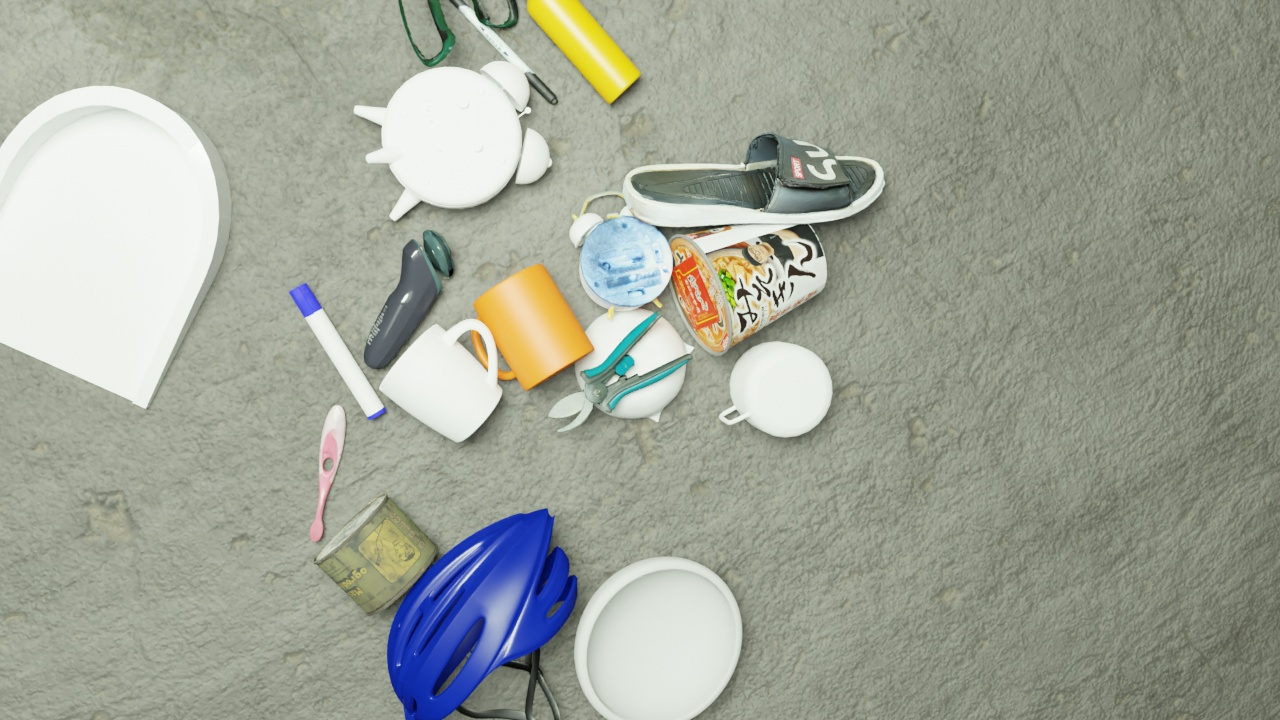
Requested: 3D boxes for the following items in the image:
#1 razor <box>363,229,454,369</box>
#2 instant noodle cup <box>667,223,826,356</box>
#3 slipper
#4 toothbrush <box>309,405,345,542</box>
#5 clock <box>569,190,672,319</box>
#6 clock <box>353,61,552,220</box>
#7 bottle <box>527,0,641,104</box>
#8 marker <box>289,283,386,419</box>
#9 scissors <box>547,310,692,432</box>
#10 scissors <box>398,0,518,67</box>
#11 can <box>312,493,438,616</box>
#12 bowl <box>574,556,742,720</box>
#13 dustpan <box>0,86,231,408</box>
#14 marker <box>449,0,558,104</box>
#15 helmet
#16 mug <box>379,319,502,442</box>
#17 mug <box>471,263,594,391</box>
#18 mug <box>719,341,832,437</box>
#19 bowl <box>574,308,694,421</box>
[{"bbox_3d":[-0.223,-0.056,0.872,0.052,0.047,0.143,30,93,-37],"label":"razor"},{"bbox_3d":[0.107,-0.084,0.896,0.121,0.124,0.123,-23,100,-17],"label":"instant noodle cup"},{"bbox_3d":[0.115,-0.180,0.883,0.263,0.111,0.063,-6,131,-6],"label":"slipper"},{"bbox_3d":[-0.304,0.109,0.889,0.021,0.016,0.135,10,92,-12],"label":"toothbrush"},{"bbox_3d":[-0.020,-0.106,0.893,0.088,0.052,0.125,-13,84,-11],"label":"clock"},{"bbox_3d":[-0.171,-0.205,0.847,0.161,0.073,0.125,-18,99,-8],"label":"clock"},{"bbox_3d":[-0.063,-0.312,0.870,0.043,0.043,0.143,-44,102,-3],"label":"bottle"},{"bbox_3d":[-0.288,-0.008,0.874,0.020,0.020,0.141,-30,101,-6],"label":"marker"},{"bbox_3d":[-0.017,0.012,0.875,0.126,0.019,0.154,12,96,-10],"label":"scissors"},{"bbox_3d":[-0.169,-0.377,0.814,0.137,0.015,0.210,-26,117,-37],"label":"scissors"},{"bbox_3d":[-0.249,0.184,0.868,0.090,0.090,0.074,-42,102,-4],"label":"can"},{"bbox_3d":[0.012,0.280,0.935,0.176,0.066,0.176,-3,98,-20],"label":"bowl"},{"bbox_3d":[-0.479,-0.111,0.810,0.191,0.053,0.258,27,91,-12],"label":"dustpan"},{"bbox_3d":[-0.135,-0.301,0.874,0.152,0.011,0.011,44,87,-12],"label":"marker"},{"bbox_3d":[-0.119,0.276,0.871,0.227,0.148,0.241,43,88,-7],"label":"helmet"},{"bbox_3d":[-0.174,0.014,0.863,0.114,0.080,0.087,-42,109,17],"label":"mug"},{"bbox_3d":[-0.114,-0.023,0.878,0.113,0.077,0.096,-31,91,29],"label":"mug"},{"bbox_3d":[0.133,0.034,0.933,0.115,0.068,0.094,-29,101,-6],"label":"mug"},{"bbox_3d":[-0.005,0.005,0.913,0.114,0.050,0.115,-1,97,-11],"label":"bowl"}]
